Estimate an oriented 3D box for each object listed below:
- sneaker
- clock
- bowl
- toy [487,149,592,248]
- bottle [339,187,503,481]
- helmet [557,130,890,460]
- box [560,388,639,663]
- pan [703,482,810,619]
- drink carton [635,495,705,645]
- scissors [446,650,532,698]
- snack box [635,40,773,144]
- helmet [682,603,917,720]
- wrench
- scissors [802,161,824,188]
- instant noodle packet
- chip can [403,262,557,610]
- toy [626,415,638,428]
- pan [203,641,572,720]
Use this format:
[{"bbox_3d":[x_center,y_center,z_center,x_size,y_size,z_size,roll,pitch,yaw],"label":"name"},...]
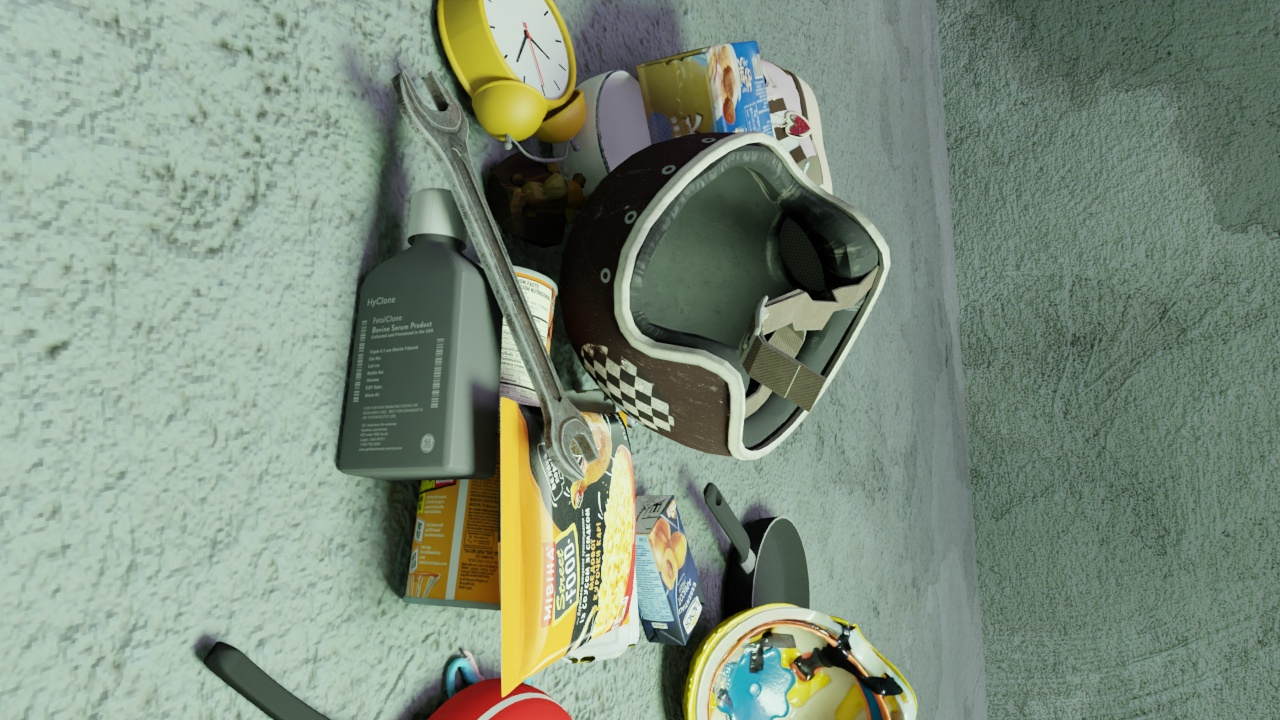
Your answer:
[{"bbox_3d":[0.149,-0.239,1.079,0.116,0.112,0.293,25,58,-38],"label":"sneaker"},{"bbox_3d":[-0.089,-0.218,0.668,0.113,0.052,0.152,-21,95,-60],"label":"clock"},{"bbox_3d":[-0.032,-0.180,0.771,0.113,0.063,0.113,14,74,-61],"label":"bowl"},{"bbox_3d":[-0.067,-0.123,0.694,0.099,0.063,0.076,-15,81,-44],"label":"toy"},{"bbox_3d":[-0.127,-0.017,0.552,0.046,0.084,0.173,25,64,-59],"label":"bottle"},{"bbox_3d":[0.060,-0.042,0.660,0.232,0.253,0.234,-41,153,-31],"label":"helmet"},{"bbox_3d":[-0.049,0.127,0.723,0.080,0.080,0.209,-3,87,-32],"label":"box"},{"bbox_3d":[0.123,0.240,1.033,0.356,0.044,0.203,58,39,-42],"label":"pan"},{"bbox_3d":[0.019,0.195,0.847,0.064,0.040,0.130,-49,130,-52],"label":"drink carton"},{"bbox_3d":[-0.095,0.237,0.661,0.135,0.015,0.135,-62,144,-44],"label":"scissors"},{"bbox_3d":[0.072,-0.207,0.847,0.202,0.069,0.155,-49,130,-63],"label":"snack box"},{"bbox_3d":[0.136,0.347,0.925,0.240,0.140,0.208,41,74,-5],"label":"helmet"},{"bbox_3d":[-0.085,-0.056,0.547,0.273,0.010,0.070,67,20,9],"label":"wrench"},{"bbox_3d":[0.141,-0.131,0.973,0.138,0.028,0.171,-1,115,-53],"label":"scissors"},{"bbox_3d":[-0.042,0.110,0.600,0.220,0.032,0.159,16,72,-72],"label":"instant noodle packet"},{"bbox_3d":[-0.102,0.050,0.598,0.075,0.075,0.214,30,61,-58],"label":"chip can"},{"bbox_3d":[-0.005,0.005,0.831,0.080,0.036,0.100,-34,116,-67],"label":"toy"},{"bbox_3d":[-0.125,0.265,0.546,0.208,0.067,0.356,-64,143,-36],"label":"pan"}]
